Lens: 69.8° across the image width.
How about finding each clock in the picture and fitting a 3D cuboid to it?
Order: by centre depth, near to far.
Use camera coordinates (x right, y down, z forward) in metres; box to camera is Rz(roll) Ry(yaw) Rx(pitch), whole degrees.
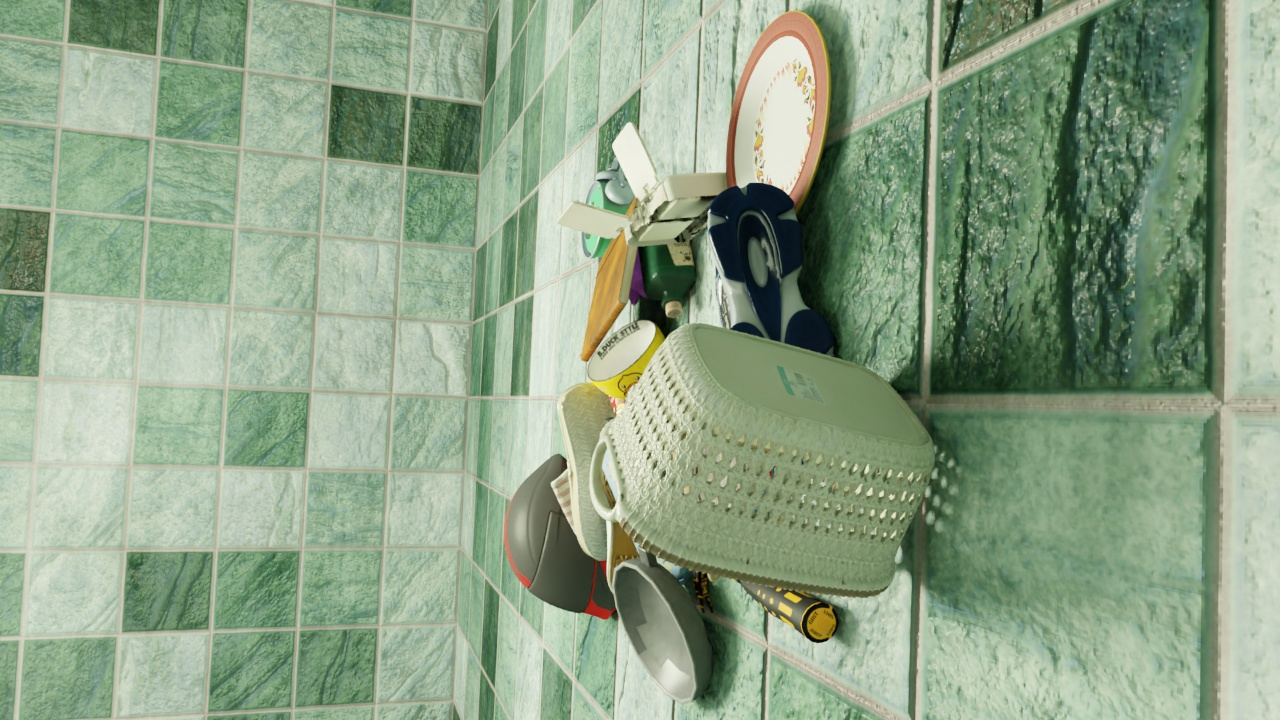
[{"bbox_3d":[-0.051,-0.238,1.448,0.122,0.075,0.162,-119,38,-58],"label":"clock"}]

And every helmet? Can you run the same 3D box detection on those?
[{"bbox_3d":[-0.129,0.275,1.446,0.165,0.169,0.264,125,145,-57],"label":"helmet"}]

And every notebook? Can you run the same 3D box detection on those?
[{"bbox_3d":[-0.041,-0.114,1.295,0.250,0.014,0.178,130,152,-66],"label":"notebook"}]

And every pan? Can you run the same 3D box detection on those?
[{"bbox_3d":[0.011,0.231,1.066,0.179,0.041,0.357,15,122,59],"label":"pan"}]

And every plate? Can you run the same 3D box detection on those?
[{"bbox_3d":[0.144,-0.239,0.948,0.230,0.021,0.230,-177,91,-72],"label":"plate"}]

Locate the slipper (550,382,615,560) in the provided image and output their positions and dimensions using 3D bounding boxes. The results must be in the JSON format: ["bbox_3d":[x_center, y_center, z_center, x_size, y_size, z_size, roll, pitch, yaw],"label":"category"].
[{"bbox_3d":[-0.072,0.157,1.312,0.052,0.114,0.263,12,115,55],"label":"slipper"}]

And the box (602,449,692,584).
[{"bbox_3d":[0.002,0.194,1.176,0.209,0.049,0.066,62,149,27],"label":"box"}]

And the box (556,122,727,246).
[{"bbox_3d":[0.011,-0.202,1.092,0.146,0.185,0.095,-33,47,59],"label":"box"}]

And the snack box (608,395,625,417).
[{"bbox_3d":[-0.021,0.063,1.367,0.152,0.035,0.132,122,146,-55],"label":"snack box"}]

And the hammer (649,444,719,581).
[{"bbox_3d":[0.055,0.149,1.105,0.331,0.030,0.119,-114,31,-62],"label":"hammer"}]

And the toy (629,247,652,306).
[{"bbox_3d":[-0.004,-0.130,1.316,0.088,0.056,0.106,-159,83,-75],"label":"toy"}]

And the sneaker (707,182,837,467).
[{"bbox_3d":[0.121,-0.028,0.898,0.132,0.103,0.269,83,178,-79],"label":"sneaker"}]

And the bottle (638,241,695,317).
[{"bbox_3d":[0.035,-0.115,1.188,0.061,0.061,0.131,117,150,-55],"label":"bottle"}]

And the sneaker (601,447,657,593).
[{"bbox_3d":[-0.013,0.212,1.280,0.079,0.087,0.235,65,-158,-81],"label":"sneaker"}]

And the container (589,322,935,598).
[{"bbox_3d":[0.099,0.074,0.707,0.184,0.246,0.143,-111,38,-57],"label":"container"}]

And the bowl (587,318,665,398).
[{"bbox_3d":[-0.007,0.007,1.257,0.117,0.067,0.117,-31,28,19],"label":"bowl"}]

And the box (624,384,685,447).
[{"bbox_3d":[0.024,0.059,1.052,0.112,0.162,0.084,4,95,58],"label":"box"}]

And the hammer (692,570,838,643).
[{"bbox_3d":[0.113,0.231,0.946,0.321,0.036,0.123,-177,90,-74],"label":"hammer"}]

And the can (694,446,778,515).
[{"bbox_3d":[0.101,0.114,0.978,0.130,0.044,0.130,-177,91,-72],"label":"can"}]
